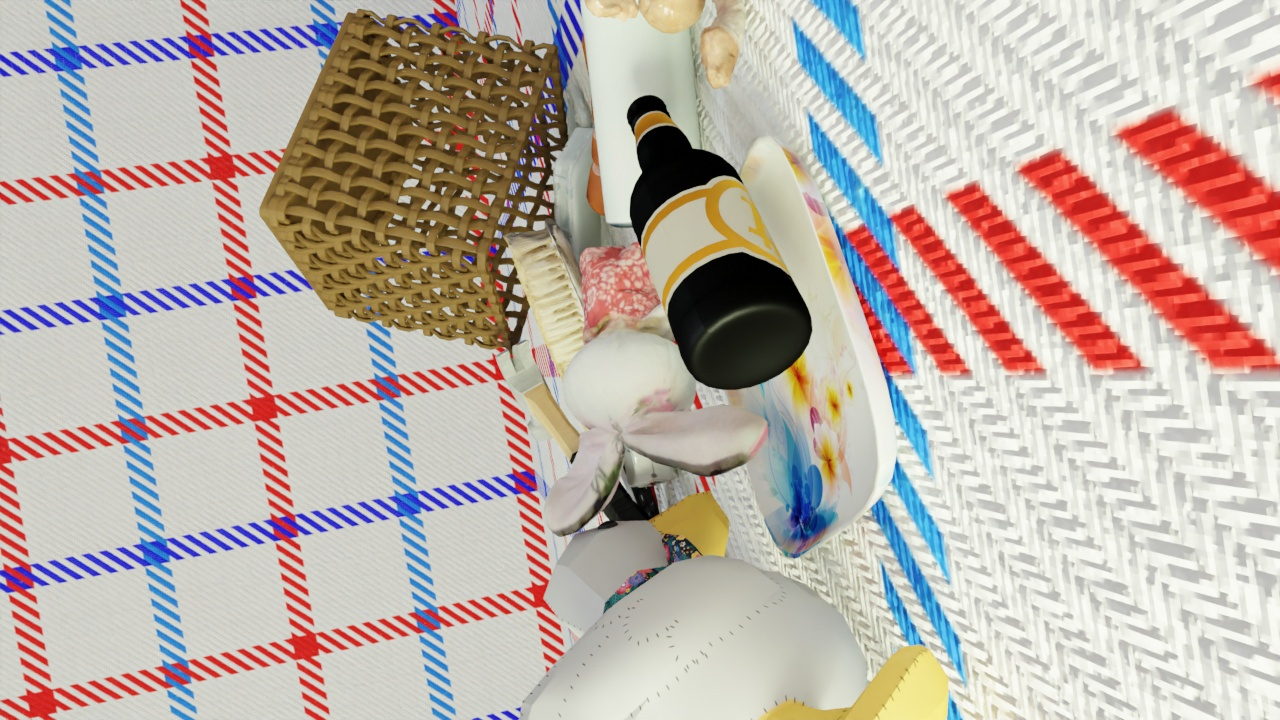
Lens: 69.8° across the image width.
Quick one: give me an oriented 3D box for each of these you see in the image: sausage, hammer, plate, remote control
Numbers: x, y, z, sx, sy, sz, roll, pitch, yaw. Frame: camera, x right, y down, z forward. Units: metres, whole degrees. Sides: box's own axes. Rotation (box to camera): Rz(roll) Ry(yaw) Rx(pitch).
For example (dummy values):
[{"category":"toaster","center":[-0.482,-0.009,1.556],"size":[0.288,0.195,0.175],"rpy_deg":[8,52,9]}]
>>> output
[{"category":"sausage","center":[-0.022,-0.185,0.721],"size":[0.039,0.044,0.165],"rpy_deg":[-96,5,-45]},{"category":"hammer","center":[-0.056,0.084,0.829],"size":[0.328,0.039,0.131],"rpy_deg":[44,161,53]},{"category":"plate","center":[0.075,-0.001,0.468],"size":[0.187,0.016,0.186],"rpy_deg":[107,151,-66]},{"category":"remote control","center":[0.000,0.122,0.845],"size":[0.045,0.008,0.147],"rpy_deg":[-65,-42,-65]}]

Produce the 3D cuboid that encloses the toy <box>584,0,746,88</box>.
[{"category":"toy","center":[0.013,-0.193,0.466],"size":[0.105,0.085,0.074],"rpy_deg":[-101,28,-61]}]

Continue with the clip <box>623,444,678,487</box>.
[{"category":"clip","center":[0.000,0.046,0.790],"size":[0.144,0.074,0.124],"rpy_deg":[87,169,-81]}]

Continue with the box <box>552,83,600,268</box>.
[{"category":"box","center":[-0.063,-0.158,0.961],"size":[0.192,0.061,0.210],"rpy_deg":[-84,-4,-49]}]

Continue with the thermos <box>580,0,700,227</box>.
[{"category":"thermos","center":[-0.002,-0.200,0.559],"size":[0.068,0.068,0.230],"rpy_deg":[-136,38,-71]}]

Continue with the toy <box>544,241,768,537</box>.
[{"category":"toy","center":[-0.003,0.003,0.558],"size":[0.084,0.159,0.193],"rpy_deg":[33,-139,-37]}]

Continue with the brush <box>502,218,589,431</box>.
[{"category":"brush","center":[-0.061,-0.012,0.897],"size":[0.083,0.056,0.271],"rpy_deg":[-119,9,-57]}]

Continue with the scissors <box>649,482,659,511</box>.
[{"category":"scissors","center":[0.004,0.114,0.902],"size":[0.188,0.015,0.146],"rpy_deg":[92,161,-52]}]

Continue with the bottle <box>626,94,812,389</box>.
[{"category":"bottle","center":[0.025,-0.071,0.453],"size":[0.059,0.059,0.181],"rpy_deg":[94,163,-49]}]

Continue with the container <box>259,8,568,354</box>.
[{"category":"container","center":[-0.213,-0.179,0.957],"size":[0.220,0.214,0.251],"rpy_deg":[90,-166,-68]}]

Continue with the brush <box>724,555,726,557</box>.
[{"category":"brush","center":[0.061,0.267,0.616],"size":[0.250,0.075,0.195],"rpy_deg":[-134,36,-70]}]

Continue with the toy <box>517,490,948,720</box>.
[{"category":"toy","center":[0.017,0.156,0.442],"size":[0.268,0.246,0.141],"rpy_deg":[11,120,49]}]
